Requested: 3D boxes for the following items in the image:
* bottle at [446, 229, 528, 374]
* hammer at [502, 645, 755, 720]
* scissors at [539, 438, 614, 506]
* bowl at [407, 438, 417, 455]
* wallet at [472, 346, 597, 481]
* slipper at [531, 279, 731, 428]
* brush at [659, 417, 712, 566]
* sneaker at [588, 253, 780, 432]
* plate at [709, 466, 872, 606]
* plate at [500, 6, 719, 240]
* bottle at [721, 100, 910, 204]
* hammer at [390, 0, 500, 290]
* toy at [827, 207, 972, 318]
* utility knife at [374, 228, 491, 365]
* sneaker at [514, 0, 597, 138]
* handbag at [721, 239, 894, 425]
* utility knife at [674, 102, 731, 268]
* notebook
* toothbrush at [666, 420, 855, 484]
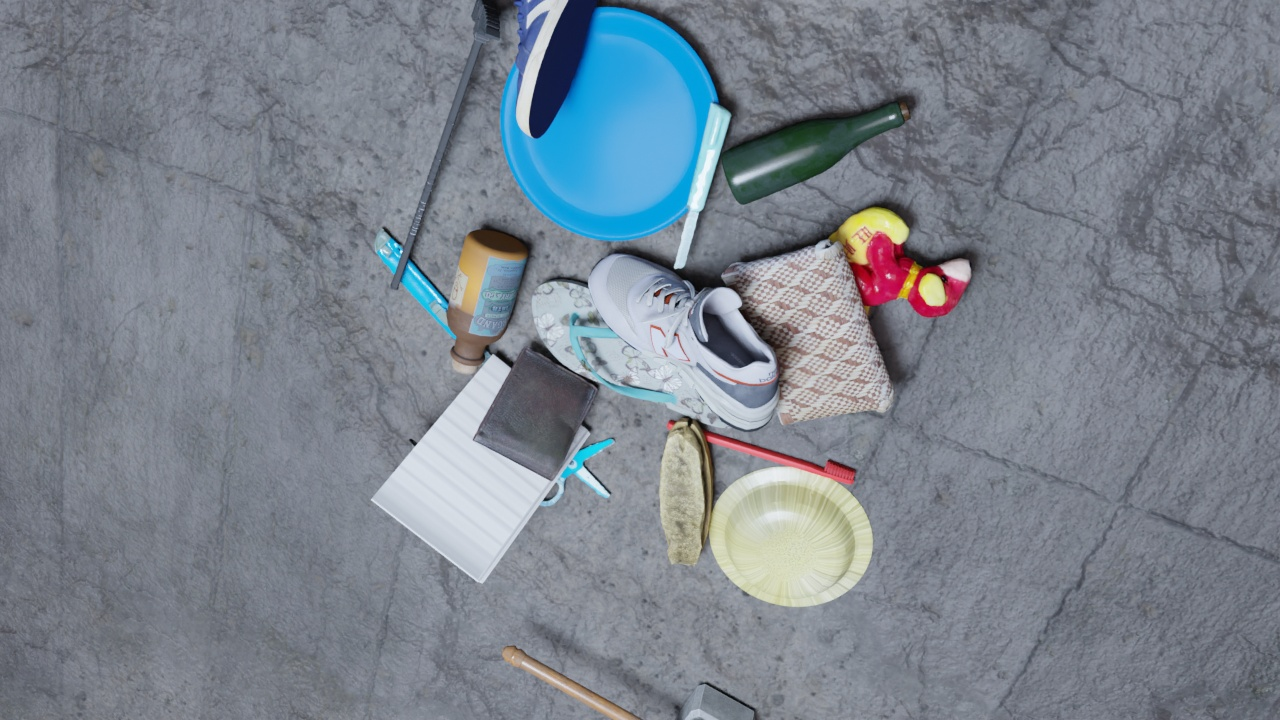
[{"bbox_3d":[-0.173,-0.058,0.996,0.068,0.067,0.157,22,115,5],"label":"bottle"},{"bbox_3d":[-0.026,0.424,1.099,0.317,0.162,0.083,29,115,2],"label":"hammer"},{"bbox_3d":[-0.090,0.115,1.075,0.134,0.011,0.139,-30,100,22],"label":"scissors"},{"bbox_3d":[-0.218,0.157,1.049,0.157,0.158,0.038,44,78,-6],"label":"bowl"},{"bbox_3d":[-0.113,0.058,1.004,0.099,0.119,0.031,30,160,-14],"label":"wallet"},{"bbox_3d":[-0.006,0.006,0.989,0.269,0.054,0.098,28,119,1],"label":"slipper"},{"bbox_3d":[0.050,0.155,1.034,0.059,0.043,0.196,6,118,13],"label":"brush"},{"bbox_3d":[0.052,-0.040,0.894,0.240,0.088,0.124,42,158,8],"label":"sneaker"},{"bbox_3d":[0.166,0.211,1.035,0.184,0.036,0.184,5,112,12],"label":"plate"},{"bbox_3d":[-0.030,-0.232,0.913,0.224,0.024,0.225,5,112,12],"label":"plate"},{"bbox_3d":[0.165,-0.202,0.861,0.174,0.055,0.055,-19,106,19],"label":"bottle"},{"bbox_3d":[-0.207,-0.205,0.942,0.015,0.095,0.326,13,122,-25],"label":"hammer"},{"bbox_3d":[0.241,-0.084,0.887,0.137,0.067,0.106,31,123,10],"label":"toy"},{"bbox_3d":[-0.225,-0.057,1.039,0.031,0.015,0.221,-37,101,28],"label":"utility knife"},{"bbox_3d":[-0.106,-0.334,0.833,0.118,0.091,0.233,24,98,11],"label":"sneaker"},{"bbox_3d":[0.169,-0.025,0.913,0.124,0.046,0.186,-12,112,33],"label":"handbag"},{"bbox_3d":[0.057,-0.165,0.894,0.022,0.015,0.166,18,112,7],"label":"utility knife"},{"bbox_3d":[-0.165,0.112,0.989,0.142,0.209,0.009,39,150,-6],"label":"notebook"},{"bbox_3d":[0.132,0.096,1.011,0.212,0.012,0.018,17,114,7],"label":"toothbrush"}]
